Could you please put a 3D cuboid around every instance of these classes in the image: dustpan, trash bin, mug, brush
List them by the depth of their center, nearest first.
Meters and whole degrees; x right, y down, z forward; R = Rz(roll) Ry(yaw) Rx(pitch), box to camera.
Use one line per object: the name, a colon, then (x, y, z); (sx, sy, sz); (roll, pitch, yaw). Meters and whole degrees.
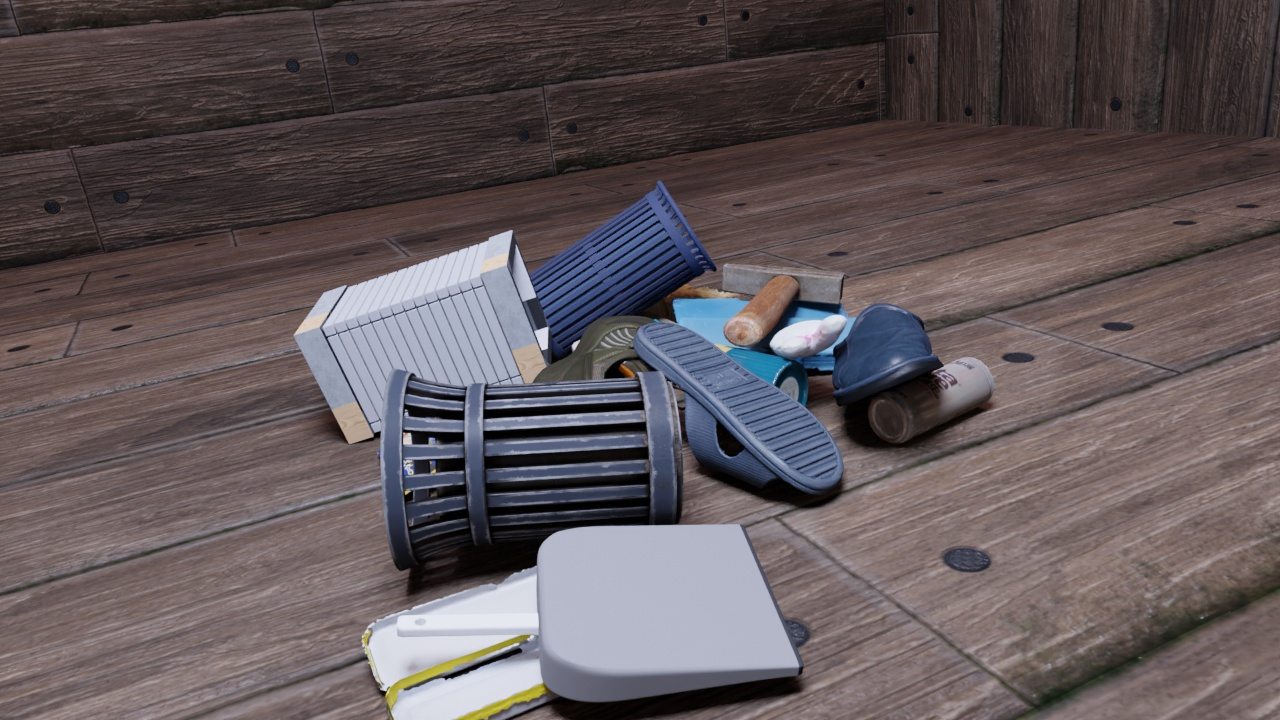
dustpan: (-0.036, 0.171, 0.636); (0.257, 0.033, 0.163); (1, 22, -9)
trash bin: (-0.086, 0.083, 0.767); (0.227, 0.164, 0.164); (-3, 19, -6)
mug: (0.123, 0.024, 0.983); (0.107, 0.083, 0.113); (11, 26, 40)
trash bin: (-0.245, -0.031, 1.082); (0.247, 0.142, 0.142); (-18, 24, 3)
trash bin: (-0.040, -0.111, 1.218); (0.250, 0.139, 0.139); (-33, 18, 7)
brush: (0.061, -0.075, 1.322); (0.083, 0.057, 0.272); (-19, 23, -36)

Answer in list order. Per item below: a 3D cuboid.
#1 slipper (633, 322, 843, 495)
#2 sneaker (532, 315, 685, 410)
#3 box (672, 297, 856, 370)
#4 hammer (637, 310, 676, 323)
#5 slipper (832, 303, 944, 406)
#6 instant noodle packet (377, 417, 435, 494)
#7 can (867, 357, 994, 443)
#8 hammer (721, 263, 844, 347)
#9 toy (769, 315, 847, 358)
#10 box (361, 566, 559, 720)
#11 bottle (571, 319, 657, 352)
slipper: (0.084, 0.058, 0.891); (0.101, 0.083, 0.263); (-12, 41, -40)
sneaker: (-0.006, 0.006, 1.035); (0.143, 0.101, 0.237); (-2, 23, 35)
box: (0.159, -0.042, 1.150); (0.231, 0.033, 0.174); (-1, 29, -5)
hammer: (0.033, -0.042, 1.235); (0.119, 0.031, 0.331); (-53, 43, -7)
slipper: (0.244, -0.014, 0.951); (0.109, 0.083, 0.265); (-22, 0, 16)
instant noodle packet: (-0.229, 0.095, 0.956); (0.087, 0.026, 0.134); (-36, 26, -8)
can: (0.294, 0.040, 0.928); (0.135, 0.054, 0.054); (-19, 23, -30)
hammer: (0.147, -0.069, 1.096); (0.158, 0.037, 0.300); (7, 17, 17)
toy: (0.177, -0.023, 0.977); (0.076, 0.037, 0.125); (-21, 1, 0)
box: (-0.082, 0.194, 0.651); (0.209, 0.034, 0.129); (-16, 29, -22)
bottle: (-0.014, -0.022, 1.182); (0.146, 0.051, 0.051); (-19, 21, -8)
